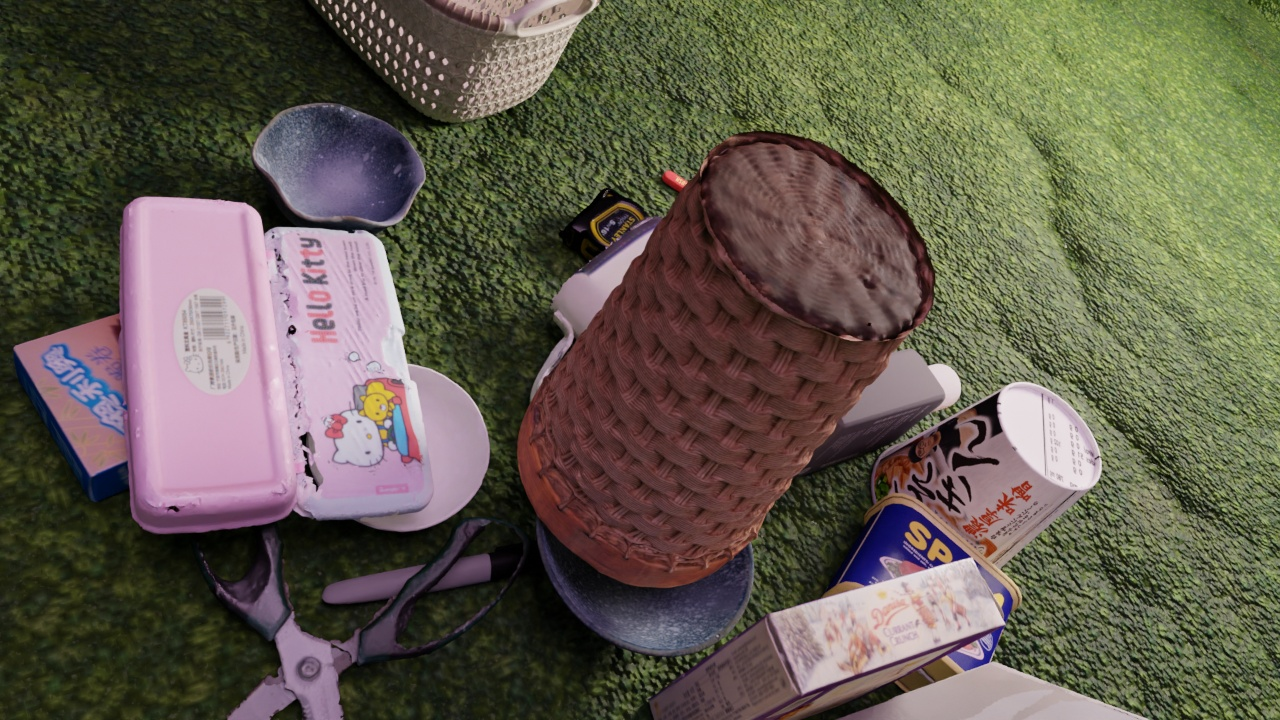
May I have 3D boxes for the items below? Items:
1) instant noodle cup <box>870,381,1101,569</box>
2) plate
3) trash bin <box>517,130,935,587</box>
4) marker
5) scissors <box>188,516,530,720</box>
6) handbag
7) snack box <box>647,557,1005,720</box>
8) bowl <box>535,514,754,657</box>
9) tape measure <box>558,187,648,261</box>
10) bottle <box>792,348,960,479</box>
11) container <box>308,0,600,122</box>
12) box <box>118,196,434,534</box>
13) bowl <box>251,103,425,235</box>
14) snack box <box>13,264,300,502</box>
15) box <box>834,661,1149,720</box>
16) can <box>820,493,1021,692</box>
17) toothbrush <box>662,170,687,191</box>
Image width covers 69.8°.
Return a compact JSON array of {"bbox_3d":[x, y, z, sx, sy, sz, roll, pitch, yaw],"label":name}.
[{"bbox_3d":[0.255,0.084,0.669,0.123,0.122,0.123,14,50,-18],"label":"instant noodle cup"},{"bbox_3d":[-0.143,0.053,0.540,0.104,0.026,0.104,11,60,-19],"label":"plate"},{"bbox_3d":[0.039,0.008,0.472,0.151,0.211,0.151,14,51,-18],"label":"trash bin"},{"bbox_3d":[-0.110,0.120,0.522,0.138,0.016,0.022,-4,27,-29],"label":"marker"},{"bbox_3d":[-0.145,0.121,0.481,0.202,0.015,0.201,-11,71,-27],"label":"scissors"},{"bbox_3d":[-0.004,0.004,0.642,0.175,0.074,0.151,-38,76,-22],"label":"handbag"},{"bbox_3d":[0.099,0.168,0.506,0.147,0.144,0.040,-5,59,-31],"label":"snack box"},{"bbox_3d":[-0.006,0.118,0.548,0.137,0.057,0.136,15,50,-18],"label":"bowl"},{"bbox_3d":[-0.022,-0.099,0.722,0.061,0.034,0.061,37,59,8],"label":"tape measure"},{"bbox_3d":[0.176,0.034,0.693,0.173,0.084,0.046,-12,62,-35],"label":"bottle"},{"bbox_3d":[-0.162,-0.312,0.735,0.246,0.143,0.184,46,48,10],"label":"container"},{"bbox_3d":[-0.199,-0.005,0.503,0.152,0.038,0.201,-3,57,-29],"label":"box"},{"bbox_3d":[-0.206,-0.119,0.623,0.110,0.055,0.110,15,51,-19],"label":"bowl"},{"bbox_3d":[-0.251,0.007,0.518,0.150,0.034,0.087,-27,71,-40],"label":"snack box"},{"bbox_3d":[0.166,0.358,0.525,0.167,0.423,0.173,-4,29,-31],"label":"box"},{"bbox_3d":[0.188,0.162,0.619,0.116,0.057,0.092,41,48,6],"label":"can"},{"bbox_3d":[0.112,-0.110,0.813,0.212,0.018,0.012,33,47,-2],"label":"toothbrush"}]
